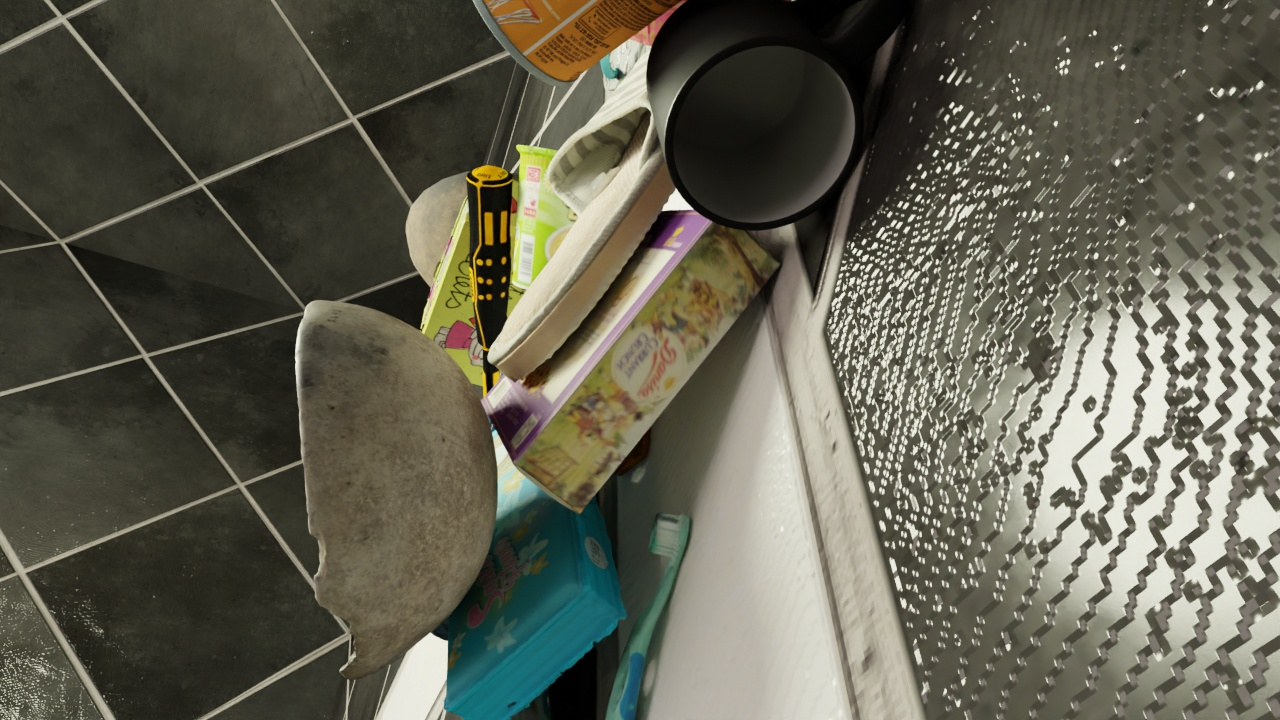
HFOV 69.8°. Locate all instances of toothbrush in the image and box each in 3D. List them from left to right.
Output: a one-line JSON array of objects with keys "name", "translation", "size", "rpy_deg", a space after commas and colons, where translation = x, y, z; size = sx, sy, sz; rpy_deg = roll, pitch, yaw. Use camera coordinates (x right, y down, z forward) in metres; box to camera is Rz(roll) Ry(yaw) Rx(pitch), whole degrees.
[{"name": "toothbrush", "translation": [-0.002, 0.135, 0.415], "size": [0.022, 0.017, 0.135], "rpy_deg": [179, 107, -73]}]

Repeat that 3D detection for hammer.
[{"name": "hammer", "translation": [-0.131, -0.016, 0.798], "size": [0.123, 0.036, 0.321], "rpy_deg": [-116, 26, -53]}]

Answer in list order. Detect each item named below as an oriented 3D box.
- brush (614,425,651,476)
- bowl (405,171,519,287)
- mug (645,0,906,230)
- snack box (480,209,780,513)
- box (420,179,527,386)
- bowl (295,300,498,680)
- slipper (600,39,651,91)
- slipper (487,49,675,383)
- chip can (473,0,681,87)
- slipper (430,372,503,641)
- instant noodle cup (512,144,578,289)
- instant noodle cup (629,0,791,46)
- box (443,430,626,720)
[{"name": "brush", "translation": [-0.003, 0.003, 0.550], "size": [0.048, 0.017, 0.126], "rpy_deg": [135, 148, -59]}, {"name": "bowl", "translation": [-0.160, -0.116, 0.956], "size": [0.163, 0.162, 0.070], "rpy_deg": [125, 141, -48]}, {"name": "mug", "translation": [0.058, -0.120, 0.385], "size": [0.114, 0.078, 0.087], "rpy_deg": [-37, 29, 19]}, {"name": "snack box", "translation": [-0.015, -0.010, 0.465], "size": [0.148, 0.040, 0.143], "rpy_deg": [-51, 17, -3]}, {"name": "box", "translation": [-0.134, -0.068, 0.877], "size": [0.222, 0.124, 0.082], "rpy_deg": [129, 151, -48]}, {"name": "bowl", "translation": [-0.111, 0.056, 0.449], "size": [0.178, 0.081, 0.178], "rpy_deg": [173, 91, -77]}, {"name": "slipper", "translation": [-0.018, -0.283, 0.809], "size": [0.269, 0.054, 0.098], "rpy_deg": [-150, 65, -76]}, {"name": "slipper", "translation": [-0.010, -0.106, 0.496], "size": [0.115, 0.054, 0.271], "rpy_deg": [-19, 38, 53]}, {"name": "chip can", "translation": [0.031, -0.199, 0.362], "size": [0.216, 0.075, 0.075], "rpy_deg": [-27, 41, 28]}, {"name": "slipper", "translation": [-0.117, 0.072, 0.681], "size": [0.083, 0.101, 0.263], "rpy_deg": [17, 85, 30]}, {"name": "instant noodle cup", "translation": [-0.058, -0.107, 0.723], "size": [0.099, 0.099, 0.108], "rpy_deg": [-133, 53, -72]}, {"name": "instant noodle cup", "translation": [0.031, -0.221, 0.446], "size": [0.097, 0.098, 0.109], "rpy_deg": [-93, 1, -50]}, {"name": "box", "translation": [-0.072, 0.126, 0.520], "size": [0.227, 0.086, 0.170], "rpy_deg": [-113, 34, -66]}]
